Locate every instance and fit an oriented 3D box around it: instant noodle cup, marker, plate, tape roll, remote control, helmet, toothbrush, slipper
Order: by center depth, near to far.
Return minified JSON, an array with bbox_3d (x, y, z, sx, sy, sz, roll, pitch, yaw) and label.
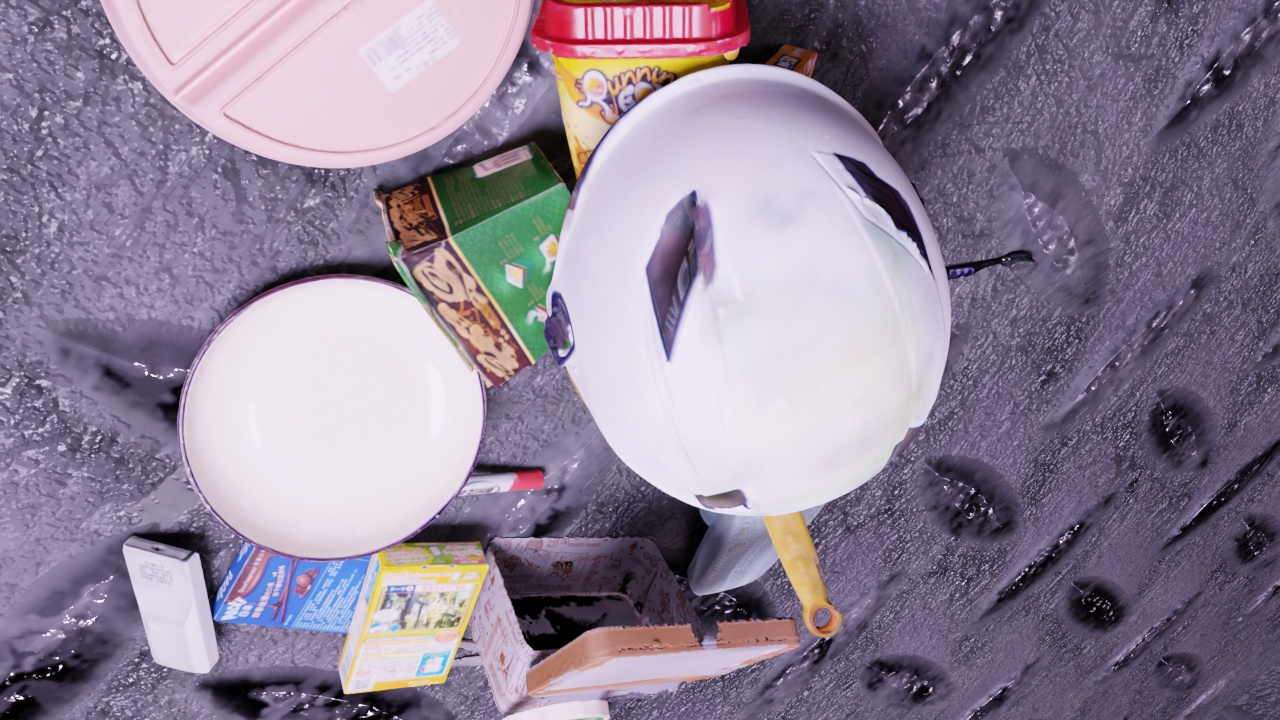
[{"bbox_3d":[-0.160,-0.206,0.482,0.229,0.028,0.230,-15,129,-19],"label":"plate"},{"bbox_3d":[0.071,-0.011,0.499,0.229,0.145,0.259,-18,133,-9],"label":"helmet"},{"bbox_3d":[0.002,-0.158,0.532,0.116,0.115,0.124,0,128,2],"label":"instant noodle cup"},{"bbox_3d":[-0.199,0.036,0.607,0.192,0.039,0.192,-6,105,-25],"label":"plate"},{"bbox_3d":[-0.338,0.180,0.664,0.049,0.024,0.125,11,123,5],"label":"remote control"},{"bbox_3d":[-0.135,0.096,0.706,0.145,0.017,0.017,2,123,-46],"label":"marker"},{"bbox_3d":[-0.067,0.285,0.727,0.086,0.014,0.086,-9,153,-5],"label":"tape roll"},{"bbox_3d":[0.278,-0.076,0.822,0.188,0.016,0.014,-12,133,-19],"label":"toothbrush"},{"bbox_3d":[0.100,0.139,0.853,0.104,0.074,0.246,-8,143,-25],"label":"slipper"}]

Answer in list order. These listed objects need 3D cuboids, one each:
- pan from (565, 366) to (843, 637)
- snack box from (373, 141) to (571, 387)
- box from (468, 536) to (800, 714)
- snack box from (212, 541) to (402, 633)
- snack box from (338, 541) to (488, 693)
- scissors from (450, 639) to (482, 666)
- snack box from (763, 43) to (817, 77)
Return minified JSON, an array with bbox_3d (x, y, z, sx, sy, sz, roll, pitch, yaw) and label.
[{"bbox_3d":[0.074,0.045,0.657,0.197,0.078,0.357,-25,92,-5],"label":"pan"},{"bbox_3d":[-0.083,-0.068,0.557,0.105,0.118,0.117,-32,127,-2],"label":"snack box"},{"bbox_3d":[-0.020,0.224,0.744,0.179,0.270,0.136,6,88,-31],"label":"box"},{"bbox_3d":[-0.241,0.175,0.722,0.157,0.026,0.085,20,113,-38],"label":"snack box"},{"bbox_3d":[-0.183,0.206,0.737,0.086,0.033,0.141,5,123,-32],"label":"snack box"},{"bbox_3d":[-0.113,0.289,0.887,0.164,0.014,0.164,-24,130,-10],"label":"scissors"},{"bbox_3d":[0.080,-0.149,0.584,0.026,0.153,0.075,18,122,9],"label":"snack box"}]
